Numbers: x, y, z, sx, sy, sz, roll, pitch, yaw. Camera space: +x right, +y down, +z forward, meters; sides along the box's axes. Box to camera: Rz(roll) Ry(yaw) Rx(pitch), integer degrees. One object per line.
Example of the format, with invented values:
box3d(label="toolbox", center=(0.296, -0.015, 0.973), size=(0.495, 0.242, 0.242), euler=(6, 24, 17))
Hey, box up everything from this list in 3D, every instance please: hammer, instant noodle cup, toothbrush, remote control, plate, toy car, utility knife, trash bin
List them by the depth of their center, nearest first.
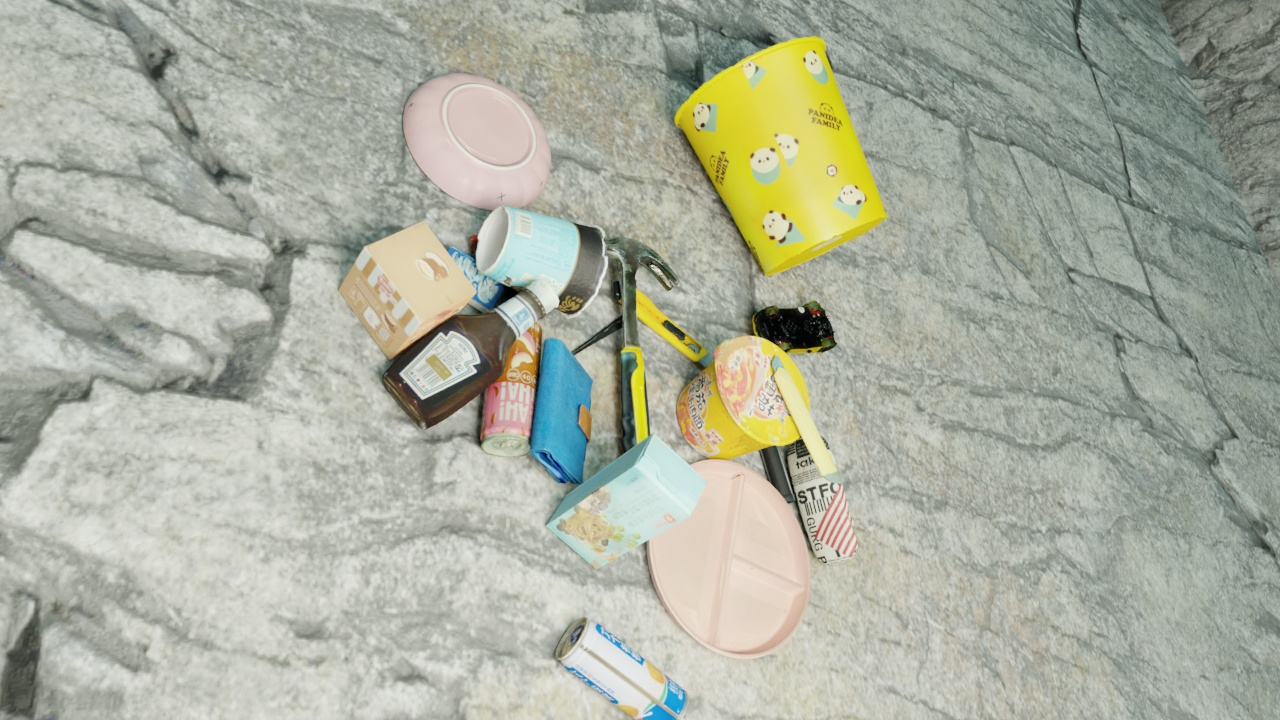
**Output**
box3d(label="instant noodle cup", center=(-0.115, -0.116, 1.021), size=(0.120, 0.111, 0.111), euler=(16, 58, -34))
box3d(label="remote control", center=(-0.172, -0.076, 1.029), size=(0.125, 0.024, 0.048), euler=(33, 52, -22))
box3d(label="plate", center=(0.102, 0.227, 1.062), size=(0.229, 0.028, 0.229), euler=(15, 60, -28))
box3d(label="utility knife", center=(0.191, 0.068, 1.066), size=(0.030, 0.018, 0.167), euler=(-11, 76, -43))
box3d(label="hammer", center=(-0.006, 0.006, 1.076), size=(0.126, 0.032, 0.322), euler=(6, 69, -27))
box3d(label="toothbrush", center=(-0.043, -0.034, 1.104), size=(0.015, 0.018, 0.180), euler=(49, 47, 6))
box3d(label="instant noodle cup", center=(0.117, 0.053, 1.107), size=(0.138, 0.110, 0.137), euler=(15, 60, -28))
box3d(label="plate", center=(-0.189, -0.273, 1.109), size=(0.192, 0.039, 0.192), euler=(16, 59, -28))
box3d(label="utility knife", center=(0.046, -0.033, 1.155), size=(0.209, 0.015, 0.033), euler=(38, 52, -17))
box3d(label="toothbrush", center=(0.155, 0.081, 1.174), size=(0.026, 0.027, 0.212), euler=(-17, 72, 7))
box3d(label="toy car", center=(0.210, -0.042, 1.265), size=(0.155, 0.041, 0.071), euler=(-5, 70, -38))
box3d(label="trash bin", center=(0.202, -0.270, 1.270), size=(0.229, 0.230, 0.255), euler=(-22, 86, -40))

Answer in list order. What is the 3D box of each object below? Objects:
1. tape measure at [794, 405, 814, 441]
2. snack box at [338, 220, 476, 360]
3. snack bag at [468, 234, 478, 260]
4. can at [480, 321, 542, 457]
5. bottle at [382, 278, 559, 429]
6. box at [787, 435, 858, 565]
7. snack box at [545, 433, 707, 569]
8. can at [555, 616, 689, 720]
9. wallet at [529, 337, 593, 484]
box3d(label="tape measure", center=(0.194, 0.074, 1.200), size=(0.065, 0.034, 0.065), euler=(-5, 72, -36))
box3d(label="snack box", center=(-0.238, -0.071, 0.935), size=(0.076, 0.095, 0.093), euler=(-36, 89, -41))
box3d(label="snack bag", center=(-0.150, -0.130, 1.071), size=(0.105, 0.026, 0.045), euler=(-11, 71, -39))
box3d(label="can", center=(-0.137, 0.026, 0.979), size=(0.058, 0.058, 0.147), euler=(16, 59, -28))
box3d(label="bottle", center=(-0.167, -0.015, 0.942), size=(0.194, 0.044, 0.080), euler=(-40, 79, -19))
box3d(label="box", center=(0.235, 0.177, 1.159), size=(0.088, 0.076, 0.162), euler=(11, 58, -56))
box3d(label="snack box", center=(-0.017, 0.146, 0.925), size=(0.074, 0.175, 0.051), euler=(43, 44, -8))
box3d(label="can", center=(-0.018, 0.315, 0.916), size=(0.134, 0.053, 0.053), euler=(40, 50, -11))
box3d(label="wallet", center=(-0.083, 0.057, 0.985), size=(0.106, 0.040, 0.132), euler=(58, 32, -56))
